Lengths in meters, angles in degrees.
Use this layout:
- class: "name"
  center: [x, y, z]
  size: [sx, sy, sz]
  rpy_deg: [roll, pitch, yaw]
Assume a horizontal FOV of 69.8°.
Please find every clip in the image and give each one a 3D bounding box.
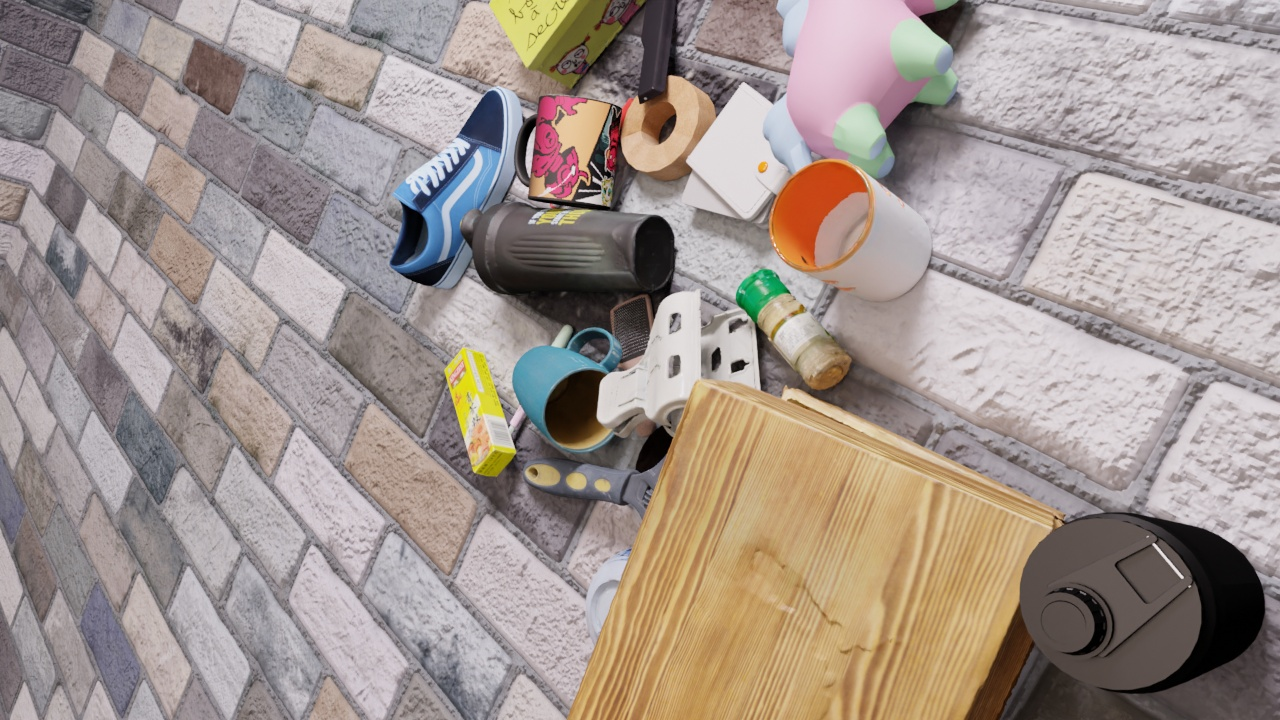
- class: "clip"
  center: [0.022, 0.006, 0.764]
  size: [0.152, 0.101, 0.126]
  rpy_deg: [-13, 45, 18]

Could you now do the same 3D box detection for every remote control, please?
- class: "remote control"
  center: [0.014, -0.305, 0.886]
  size: [0.032, 0.015, 0.136]
  rpy_deg: [-18, 52, 37]

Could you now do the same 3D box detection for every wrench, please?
- class: "wrench"
  center: [-0.032, 0.109, 0.813]
  size: [0.274, 0.022, 0.073]
  rpy_deg: [-1, 82, 54]

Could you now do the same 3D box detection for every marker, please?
- class: "marker"
  center: [-0.050, -0.211, 0.945]
  size: [0.142, 0.012, 0.012]
  rpy_deg: [-47, 54, 22]

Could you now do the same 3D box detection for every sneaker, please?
- class: "sneaker"
  center: [-0.213, -0.198, 1.023]
  size: [0.083, 0.098, 0.241]
  rpy_deg: [32, 101, 40]

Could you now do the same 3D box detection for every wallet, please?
- class: "wallet"
  center: [0.090, -0.166, 0.800]
  size: [0.115, 0.037, 0.118]
  rpy_deg: [-52, 49, 19]

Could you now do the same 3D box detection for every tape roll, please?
- class: "tape roll"
  center: [0.026, -0.220, 0.872]
  size: [0.094, 0.027, 0.094]
  rpy_deg: [-10, 74, 38]

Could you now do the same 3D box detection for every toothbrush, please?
- class: "toothbrush"
  center: [-0.108, 0.031, 0.938]
  size: [0.155, 0.015, 0.022]
  rpy_deg: [-61, 19, 11]

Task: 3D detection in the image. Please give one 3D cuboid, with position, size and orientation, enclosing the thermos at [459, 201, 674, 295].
- class: "thermos"
  center: [-0.074, -0.106, 0.894]
  size: [0.221, 0.098, 0.098]
  rpy_deg: [7, 84, 36]

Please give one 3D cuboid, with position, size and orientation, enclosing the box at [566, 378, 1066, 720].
- class: "box"
  center: [0.129, 0.183, 0.626]
  size: [0.251, 0.191, 0.279]
  rpy_deg: [24, 96, 26]

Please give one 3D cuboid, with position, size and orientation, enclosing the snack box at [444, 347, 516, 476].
- class: "snack box"
  center: [-0.170, 0.052, 0.962]
  size: [0.040, 0.029, 0.148]
  rpy_deg: [-48, 46, 26]

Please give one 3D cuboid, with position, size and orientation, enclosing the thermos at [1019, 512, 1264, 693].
- class: "thermos"
  center: [0.263, 0.125, 0.480]
  size: [0.086, 0.198, 0.086]
  rpy_deg: [-10, 73, 38]

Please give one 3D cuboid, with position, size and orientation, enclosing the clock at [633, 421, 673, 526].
- class: "clock"
  center: [0.038, 0.110, 0.784]
  size: [0.094, 0.035, 0.123]
  rpy_deg: [26, 98, 41]

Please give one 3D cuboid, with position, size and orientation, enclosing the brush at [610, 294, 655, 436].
- class: "brush"
  center: [-0.005, 0.005, 0.856]
  size: [0.050, 0.015, 0.135]
  rpy_deg: [-22, 67, 36]

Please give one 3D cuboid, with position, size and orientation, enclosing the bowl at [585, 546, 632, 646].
- class: "bowl"
  center: [-0.010, 0.217, 0.792]
  size: [0.114, 0.045, 0.114]
  rpy_deg: [-11, 74, 38]

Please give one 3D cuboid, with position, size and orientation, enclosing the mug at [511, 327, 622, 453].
- class: "mug"
  center: [-0.064, 0.018, 0.863]
  size: [0.112, 0.084, 0.104]
  rpy_deg: [-52, 34, -4]

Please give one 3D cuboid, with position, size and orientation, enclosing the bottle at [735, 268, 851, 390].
- class: "bottle"
  center: [0.122, -0.026, 0.737]
  size: [0.043, 0.043, 0.111]
  rpy_deg: [-50, 54, 20]

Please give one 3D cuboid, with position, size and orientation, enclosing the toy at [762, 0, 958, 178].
- class: "toy"
  center: [0.158, -0.243, 0.710]
  size: [0.171, 0.120, 0.222]
  rpy_deg: [43, 98, 25]

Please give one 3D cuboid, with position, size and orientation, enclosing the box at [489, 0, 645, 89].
- class: "box"
  center: [-0.051, -0.406, 0.947]
  size: [0.221, 0.079, 0.124]
  rpy_deg: [-41, 57, 25]

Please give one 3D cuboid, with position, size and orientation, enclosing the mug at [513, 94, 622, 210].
- class: "mug"
  center: [-0.079, -0.205, 0.908]
  size: [0.118, 0.081, 0.098]
  rpy_deg: [12, 98, 35]

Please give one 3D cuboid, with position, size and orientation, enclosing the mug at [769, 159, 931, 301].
- class: "mug"
  center: [0.157, -0.093, 0.680]
  size: [0.082, 0.105, 0.082]
  rpy_deg: [-11, 73, 38]
